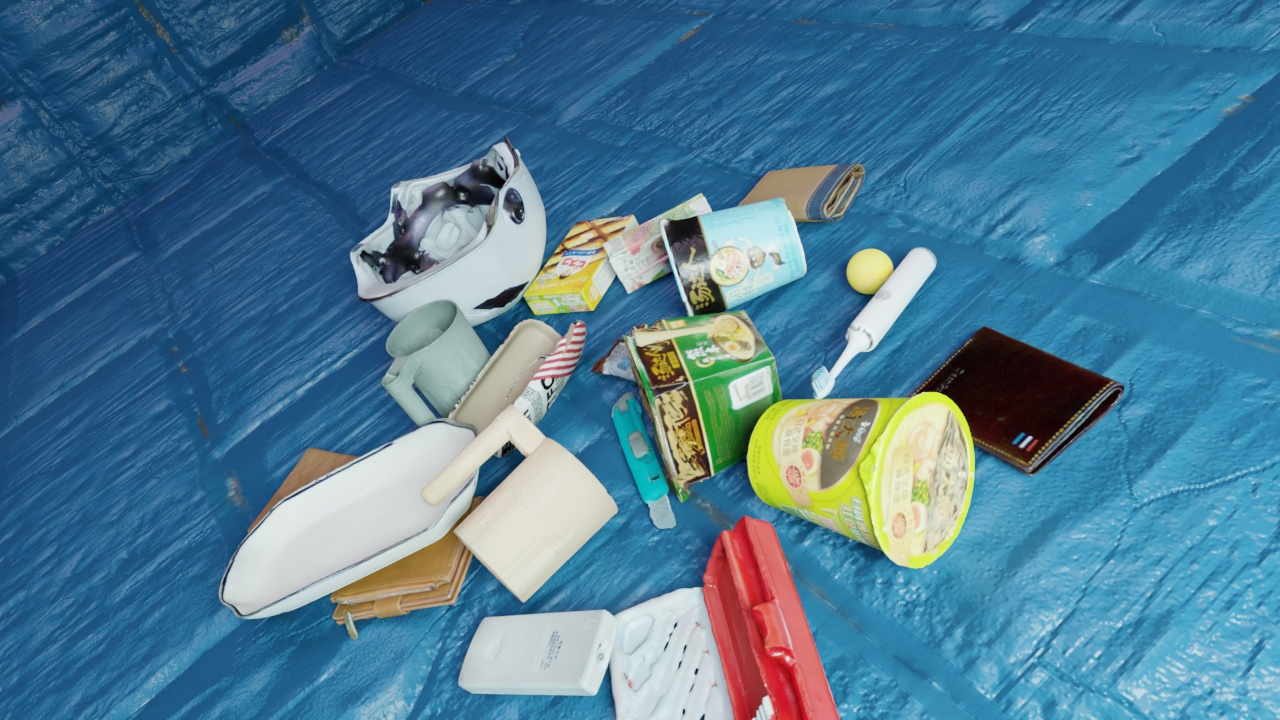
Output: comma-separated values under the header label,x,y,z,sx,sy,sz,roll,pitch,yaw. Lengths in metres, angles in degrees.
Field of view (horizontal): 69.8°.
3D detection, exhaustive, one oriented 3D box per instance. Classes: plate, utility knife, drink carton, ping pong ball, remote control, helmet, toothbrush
label,x,y,z,sx,sy,sz,roll,pitch,yaw
plate,-0.250,0.144,0.816,0.266,0.034,0.161,-27,30,7
utility knife,0.002,0.081,0.781,0.029,0.013,0.185,-28,35,3
drink carton,0.027,-0.124,0.985,0.122,0.053,0.045,-26,39,5
ping pong ball,0.203,-0.079,0.812,0.040,0.040,0.040,-19,36,15
remote control,-0.075,0.208,0.650,0.135,0.019,0.056,-17,41,39
helmet,-0.205,-0.121,1.066,0.229,0.146,0.258,-20,42,23
toothbrush,0.187,-0.032,0.734,0.027,0.026,0.220,-10,24,44

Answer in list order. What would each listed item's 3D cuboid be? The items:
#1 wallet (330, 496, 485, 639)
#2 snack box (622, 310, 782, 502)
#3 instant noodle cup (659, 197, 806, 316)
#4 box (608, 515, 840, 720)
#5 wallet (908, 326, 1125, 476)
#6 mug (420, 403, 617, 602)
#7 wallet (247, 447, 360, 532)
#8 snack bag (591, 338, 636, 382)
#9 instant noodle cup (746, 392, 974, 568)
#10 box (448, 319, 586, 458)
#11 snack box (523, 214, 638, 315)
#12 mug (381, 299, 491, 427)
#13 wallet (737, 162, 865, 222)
label,x,y,z,sx,sy,sz,roll,pitch,yaw
wallet,-0.202,0.176,0.790,0.131,0.035,0.118,-16,39,25
snack box,0.055,0.024,0.739,0.105,0.118,0.117,-19,35,-2
instant noodle cup,0.090,-0.101,0.875,0.120,0.111,0.111,-18,36,6
box,0.051,0.206,0.555,0.158,0.069,0.200,-44,31,21
wallet,0.264,0.026,0.660,0.096,0.020,0.122,-38,34,-11
mug,-0.097,0.112,0.728,0.103,0.124,0.084,-44,-6,-17
wallet,-0.345,0.142,0.951,0.101,0.020,0.115,2,49,39
snack bag,-0.005,0.005,0.870,0.105,0.026,0.045,21,68,49
instant noodle cup,0.141,0.072,0.623,0.124,0.112,0.111,5,47,50
box,-0.119,0.019,0.890,0.086,0.076,0.161,22,58,12
snack box,-0.064,-0.110,1.051,0.087,0.034,0.140,-1,46,36
mug,-0.203,0.016,0.931,0.084,0.103,0.123,-8,42,28
wallet,0.168,-0.174,0.966,0.115,0.033,0.090,7,46,42
